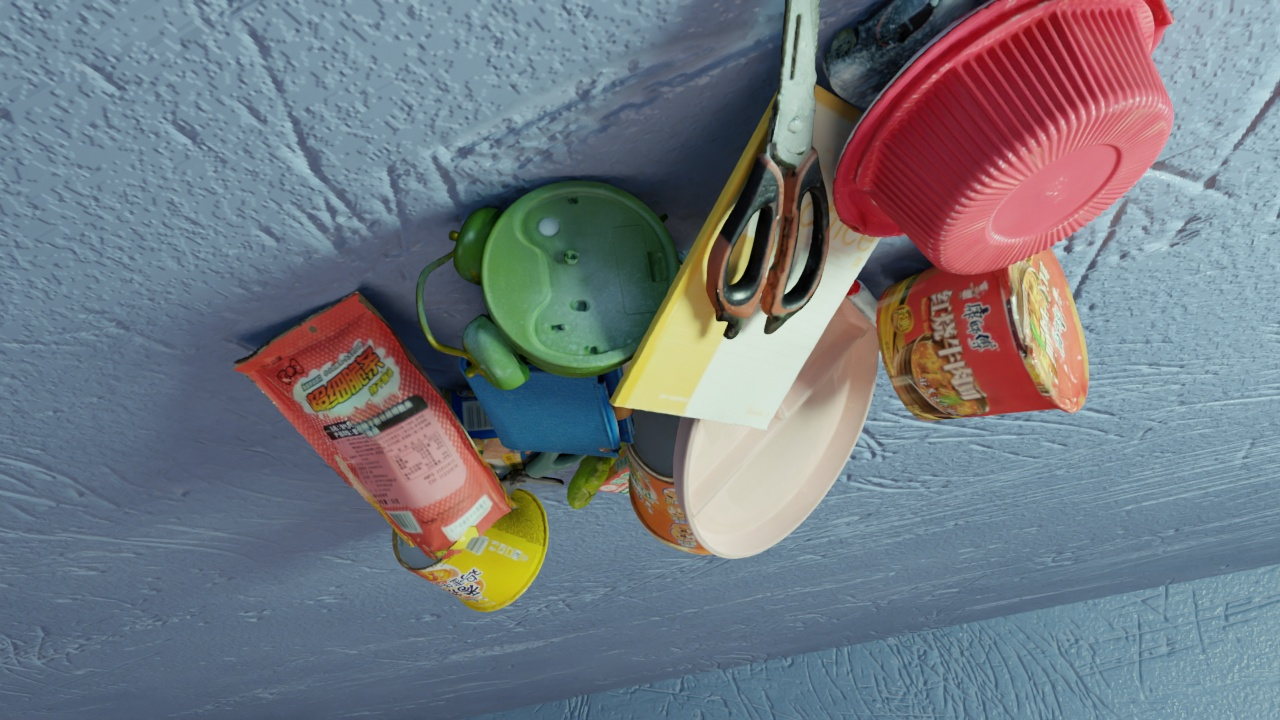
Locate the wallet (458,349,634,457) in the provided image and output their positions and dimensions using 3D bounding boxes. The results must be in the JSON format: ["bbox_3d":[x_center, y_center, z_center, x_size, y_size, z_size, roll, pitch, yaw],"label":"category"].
[{"bbox_3d":[-0.059,0.028,0.639,0.106,0.040,0.133,0,153,6],"label":"wallet"}]

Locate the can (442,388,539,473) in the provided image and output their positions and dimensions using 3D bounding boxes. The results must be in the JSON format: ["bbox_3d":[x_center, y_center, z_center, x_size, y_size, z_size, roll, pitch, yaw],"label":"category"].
[{"bbox_3d":[-0.130,0.063,0.809,0.083,0.057,0.102,-4,153,-12],"label":"can"}]

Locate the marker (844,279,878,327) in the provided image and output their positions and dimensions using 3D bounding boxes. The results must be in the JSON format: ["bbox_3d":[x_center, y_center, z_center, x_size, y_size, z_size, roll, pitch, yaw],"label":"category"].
[{"bbox_3d":[0.193,-0.029,0.720,0.017,0.017,0.145,-22,148,27],"label":"marker"}]

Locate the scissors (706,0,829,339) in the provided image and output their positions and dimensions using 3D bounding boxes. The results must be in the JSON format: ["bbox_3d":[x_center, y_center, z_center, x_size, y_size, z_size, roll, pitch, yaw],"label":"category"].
[{"bbox_3d":[0.064,-0.102,0.467,0.182,0.015,0.209,-47,139,3],"label":"scissors"}]

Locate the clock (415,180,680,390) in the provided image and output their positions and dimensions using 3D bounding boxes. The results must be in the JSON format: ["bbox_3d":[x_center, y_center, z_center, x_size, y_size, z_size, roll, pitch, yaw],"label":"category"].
[{"bbox_3d":[-0.054,-0.042,0.553,0.161,0.116,0.056,-7,164,-8],"label":"clock"}]

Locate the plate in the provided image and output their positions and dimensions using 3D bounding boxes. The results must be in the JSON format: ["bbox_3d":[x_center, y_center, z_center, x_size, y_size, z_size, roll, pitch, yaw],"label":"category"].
[{"bbox_3d":[0.106,0.043,0.703,0.028,0.229,0.229,26,179,40],"label":"plate"}]

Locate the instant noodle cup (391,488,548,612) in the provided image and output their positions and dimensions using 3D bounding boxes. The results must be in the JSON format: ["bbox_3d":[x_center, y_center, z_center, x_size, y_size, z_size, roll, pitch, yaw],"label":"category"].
[{"bbox_3d":[-0.183,0.182,0.959,0.138,0.137,0.109,-22,143,27],"label":"instant noodle cup"}]

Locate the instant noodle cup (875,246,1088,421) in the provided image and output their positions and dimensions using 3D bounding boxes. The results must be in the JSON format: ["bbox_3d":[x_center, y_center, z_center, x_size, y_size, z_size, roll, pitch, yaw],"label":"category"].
[{"bbox_3d":[0.246,-0.019,0.669,0.109,0.137,0.137,-19,153,39],"label":"instant noodle cup"}]

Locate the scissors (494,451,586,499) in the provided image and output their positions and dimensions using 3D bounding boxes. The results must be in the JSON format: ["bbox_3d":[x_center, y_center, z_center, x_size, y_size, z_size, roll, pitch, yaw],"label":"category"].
[{"bbox_3d":[-0.120,0.087,0.775,0.169,0.019,0.175,4,151,-33],"label":"scissors"}]

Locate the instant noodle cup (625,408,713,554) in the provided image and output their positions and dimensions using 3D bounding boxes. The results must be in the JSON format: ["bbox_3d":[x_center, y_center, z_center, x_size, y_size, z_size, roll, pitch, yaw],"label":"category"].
[{"bbox_3d":[0.054,0.079,0.799,0.151,0.151,0.111,-10,146,5],"label":"instant noodle cup"}]

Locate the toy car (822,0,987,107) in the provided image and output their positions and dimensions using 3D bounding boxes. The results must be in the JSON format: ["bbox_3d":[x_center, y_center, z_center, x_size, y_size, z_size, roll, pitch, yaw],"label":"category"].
[{"bbox_3d":[0.140,-0.163,0.452,0.049,0.031,0.106,13,145,-40],"label":"toy car"}]

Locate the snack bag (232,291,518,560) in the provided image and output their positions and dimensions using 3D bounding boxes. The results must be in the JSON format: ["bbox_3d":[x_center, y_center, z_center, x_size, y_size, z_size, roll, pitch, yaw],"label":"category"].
[{"bbox_3d":[-0.189,0.054,0.683,0.129,0.073,0.208,-22,116,22],"label":"snack bag"}]

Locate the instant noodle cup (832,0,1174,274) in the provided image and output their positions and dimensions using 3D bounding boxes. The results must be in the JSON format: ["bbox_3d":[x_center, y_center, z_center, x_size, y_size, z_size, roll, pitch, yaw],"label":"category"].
[{"bbox_3d":[0.203,-0.110,0.488,0.193,0.065,0.194,-19,152,-11],"label":"instant noodle cup"}]

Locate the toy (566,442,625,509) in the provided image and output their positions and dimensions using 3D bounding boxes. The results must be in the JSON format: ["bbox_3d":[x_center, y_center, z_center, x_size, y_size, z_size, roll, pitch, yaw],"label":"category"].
[{"bbox_3d":[-0.038,0.090,0.854,0.031,0.100,0.097,34,118,-6],"label":"toy"}]

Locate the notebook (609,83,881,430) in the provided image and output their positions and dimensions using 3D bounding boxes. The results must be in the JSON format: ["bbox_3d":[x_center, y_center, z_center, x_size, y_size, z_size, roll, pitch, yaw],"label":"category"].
[{"bbox_3d":[0.080,-0.051,0.543,0.145,0.010,0.206,12,114,-44],"label":"notebook"}]

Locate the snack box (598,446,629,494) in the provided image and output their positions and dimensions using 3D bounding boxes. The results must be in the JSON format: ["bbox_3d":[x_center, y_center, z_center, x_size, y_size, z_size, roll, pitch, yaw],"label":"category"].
[{"bbox_3d":[0.021,0.102,0.959,0.077,0.027,0.156,12,148,-32],"label":"snack box"}]

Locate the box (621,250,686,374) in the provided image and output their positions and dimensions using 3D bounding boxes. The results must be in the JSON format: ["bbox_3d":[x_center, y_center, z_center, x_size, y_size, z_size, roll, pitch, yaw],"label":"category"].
[{"bbox_3d":[-0.028,-0.021,0.662,0.185,0.063,0.089,-25,150,27],"label":"box"}]
